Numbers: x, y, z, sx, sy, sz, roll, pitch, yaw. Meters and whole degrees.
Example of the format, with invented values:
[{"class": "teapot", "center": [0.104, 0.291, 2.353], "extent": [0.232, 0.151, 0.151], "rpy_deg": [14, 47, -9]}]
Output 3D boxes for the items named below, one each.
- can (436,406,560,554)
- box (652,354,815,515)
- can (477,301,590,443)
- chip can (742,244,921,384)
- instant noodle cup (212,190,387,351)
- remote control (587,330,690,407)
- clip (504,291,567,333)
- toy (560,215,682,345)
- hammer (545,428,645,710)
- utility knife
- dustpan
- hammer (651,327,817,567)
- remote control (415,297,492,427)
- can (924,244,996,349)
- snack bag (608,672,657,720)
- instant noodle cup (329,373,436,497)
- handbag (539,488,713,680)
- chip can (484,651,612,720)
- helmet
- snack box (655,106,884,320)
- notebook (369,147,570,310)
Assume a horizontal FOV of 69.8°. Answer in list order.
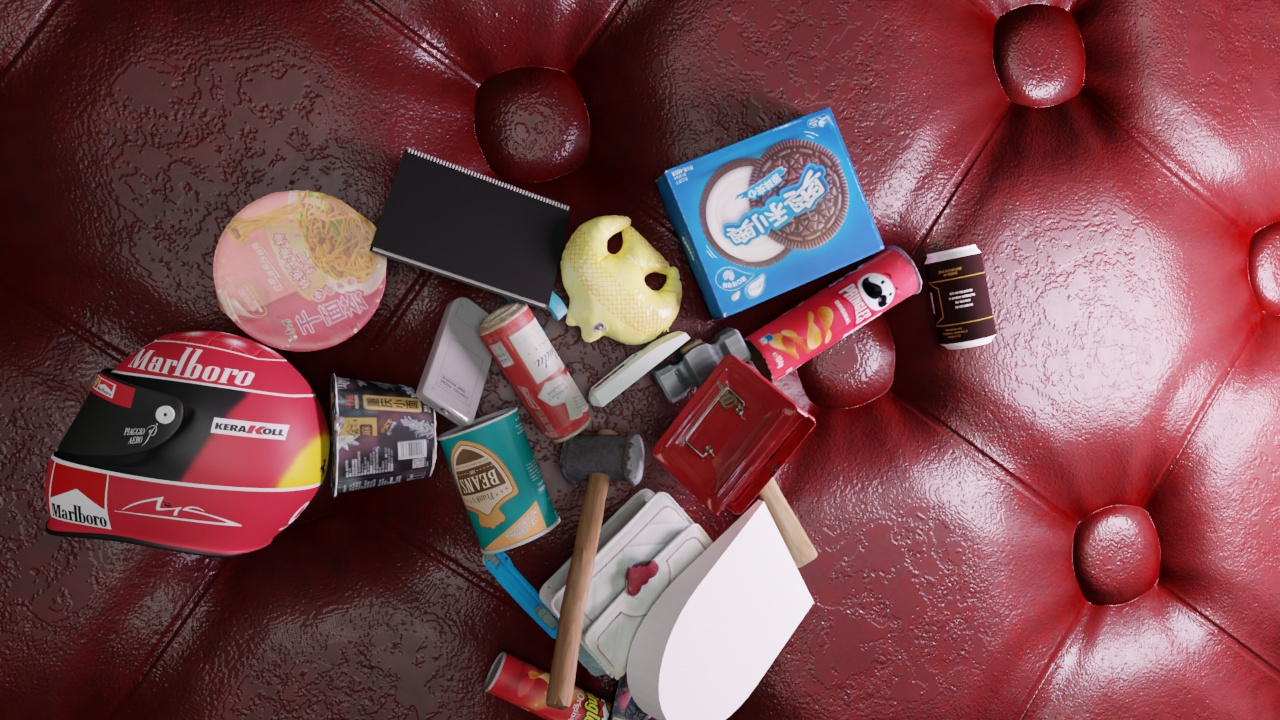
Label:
[{"class": "can", "center": [-0.166, 0.139, 1.077], "extent": [0.099, 0.099, 0.144], "rpy_deg": [-21, 95, -10]}, {"class": "box", "center": [0.117, 0.092, 1.092], "extent": [0.157, 0.156, 0.147], "rpy_deg": [-51, 58, 7]}, {"class": "can", "center": [-0.124, 0.014, 1.090], "extent": [0.067, 0.067, 0.170], "rpy_deg": [-32, 106, -9]}, {"class": "chip can", "center": [0.243, -0.058, 1.171], "extent": [0.233, 0.073, 0.073], "rpy_deg": [-32, 97, -8]}, {"class": "instant noodle cup", "center": [-0.380, -0.095, 1.037], "extent": [0.178, 0.078, 0.178], "rpy_deg": [1, 85, -16]}, {"class": "remote control", "center": [-0.007, 0.007, 1.132], "extent": [0.143, 0.049, 0.024], "rpy_deg": [-38, 98, -9]}, {"class": "clip", "center": [-0.131, -0.087, 1.085], "extent": [0.031, 0.121, 0.130], "rpy_deg": [-43, 113, -39]}, {"class": "toy", "center": [-0.028, -0.089, 1.122], "extent": [0.170, 0.065, 0.154], "rpy_deg": [45, 71, -16]}, {"class": "hammer", "center": [-0.065, 0.223, 1.036], "extent": [0.098, 0.052, 0.327], "rpy_deg": [-2, 55, 19]}, {"class": "utility knife", "center": [-0.119, 0.311, 1.134], "extent": [0.031, 0.015, 0.225], "rpy_deg": [-42, 100, -3]}, {"class": "dustpan", "center": [0.092, 0.322, 1.113], "extent": [0.257, 0.053, 0.191], "rpy_deg": [-46, 124, -28]}, {"class": "hammer", "center": [0.138, 0.120, 1.166], "extent": [0.117, 0.051, 0.323], "rpy_deg": [-29, 99, -4]}, {"class": "remote control", "center": [-0.209, -0.002, 1.062], "extent": [0.074, 0.019, 0.150], "rpy_deg": [40, 45, -34]}, {"class": "can", "center": [0.420, -0.083, 1.205], "extent": [0.072, 0.072, 0.128], "rpy_deg": [-12, 93, -11]}, {"class": "snack bag", "center": [0.011, 0.382, 1.134], "extent": [0.074, 0.018, 0.155], "rpy_deg": [18, 66, -10]}, {"class": "instant noodle cup", "center": [-0.293, 0.084, 1.041], "extent": [0.112, 0.137, 0.137], "rpy_deg": [1, 91, -21]}, {"class": "handbag", "center": [-0.006, 0.267, 1.105], "extent": [0.198, 0.096, 0.142], "rpy_deg": [-44, 96, -17]}, {"class": "chip can", "center": [-0.085, 0.425, 1.123], "extent": [0.214, 0.052, 0.051], "rpy_deg": [29, 85, -10]}, {"class": "helmet", "center": [-0.468, 0.080, 0.968], "extent": [0.271, 0.197, 0.224], "rpy_deg": [9, 89, -3]}, {"class": "snack box", "center": [0.164, -0.184, 1.160], "extent": [0.238, 0.056, 0.195], "rpy_deg": [-24, 94, -10]}, {"class": "notebook", "center": [-0.192, -0.155, 1.069], "extent": [0.206, 0.016, 0.148], "rpy_deg": [18, 58, -15]}]
